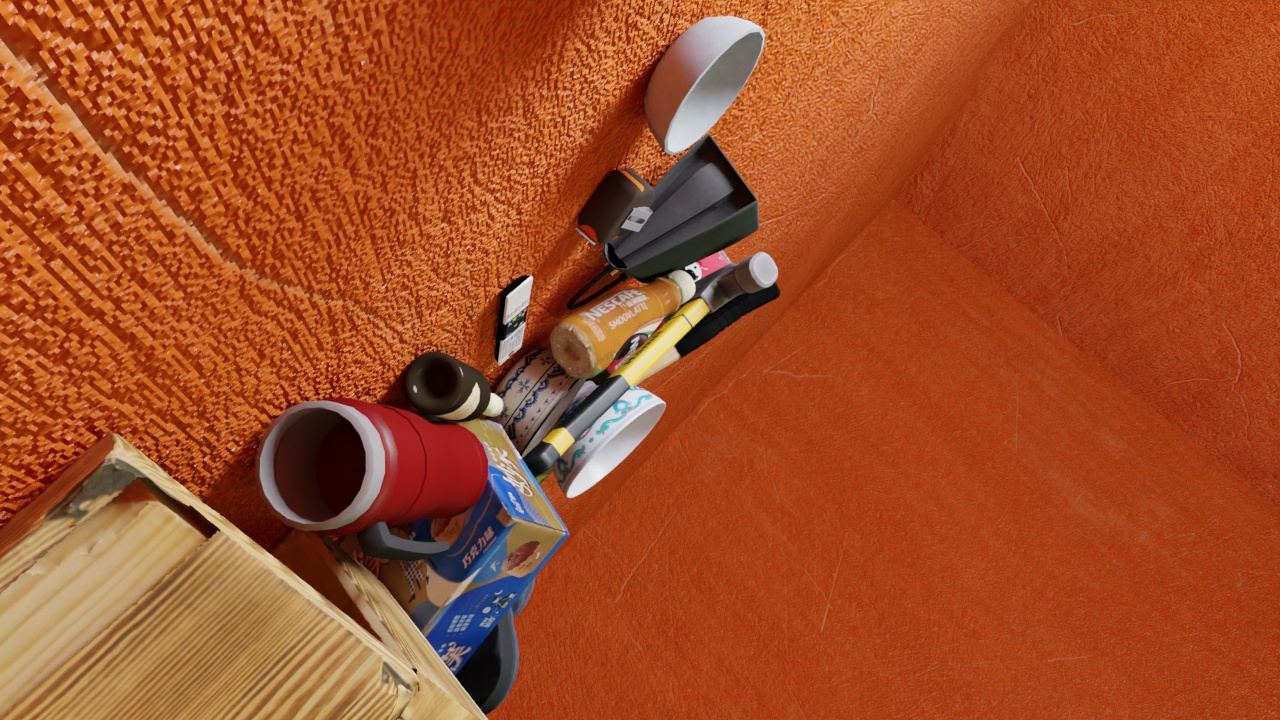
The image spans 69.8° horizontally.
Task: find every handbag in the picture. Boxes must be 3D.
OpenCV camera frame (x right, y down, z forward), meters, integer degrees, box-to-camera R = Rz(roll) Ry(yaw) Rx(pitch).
[{"bbox_3d":[0.011,-0.107,0.868,0.196,0.072,0.175,-36,176,7],"label":"handbag"}]

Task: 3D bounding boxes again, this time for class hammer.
[{"bbox_3d":[0.028,-0.005,1.117,0.328,0.039,0.131,-34,-164,-9],"label":"hammer"},{"bbox_3d":[-0.005,0.005,0.903,0.323,0.034,0.170,-44,-166,-31],"label":"hammer"}]

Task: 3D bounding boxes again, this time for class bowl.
[{"bbox_3d":[-0.105,0.036,0.887,0.115,0.059,0.115,-53,178,-4],"label":"bowl"},{"bbox_3d":[0.039,-0.201,0.651,0.106,0.039,0.106,-47,171,-10],"label":"bowl"},{"bbox_3d":[-0.050,0.070,0.981,0.143,0.074,0.144,-42,167,-12],"label":"bowl"}]

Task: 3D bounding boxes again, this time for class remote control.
[{"bbox_3d":[-0.107,-0.033,0.760,0.028,0.012,0.124,-44,170,-26],"label":"remote control"}]

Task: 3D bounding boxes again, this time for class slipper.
[{"bbox_3d":[-0.144,0.203,0.859,0.109,0.265,0.083,-37,137,22],"label":"slipper"}]

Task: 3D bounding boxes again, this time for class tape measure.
[{"bbox_3d":[-0.015,-0.122,0.738,0.058,0.038,0.058,-52,170,21],"label":"tape measure"}]

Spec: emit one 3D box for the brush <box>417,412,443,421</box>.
[{"bbox_3d":[-0.201,0.063,0.722,0.039,0.012,0.151,-51,170,18],"label":"brush"}]

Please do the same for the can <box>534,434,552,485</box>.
[{"bbox_3d":[-0.153,0.124,1.013,0.104,0.075,0.135,-47,171,6],"label":"can"}]

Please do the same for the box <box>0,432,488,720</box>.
[{"bbox_3d":[-0.302,0.209,0.534,0.278,0.286,0.336,-45,128,-16],"label":"box"}]

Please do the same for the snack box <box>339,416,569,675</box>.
[{"bbox_3d":[-0.174,0.166,0.789,0.069,0.155,0.203,28,105,-44],"label":"snack box"}]

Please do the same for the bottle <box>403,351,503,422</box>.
[{"bbox_3d":[-0.142,0.029,0.748,0.045,0.045,0.184,-48,171,-3],"label":"bottle"}]

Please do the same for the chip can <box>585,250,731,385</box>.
[{"bbox_3d":[0.016,-0.051,1.077,0.232,0.073,0.073,-42,169,-33],"label":"chip can"}]

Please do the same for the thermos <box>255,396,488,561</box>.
[{"bbox_3d":[-0.169,0.085,0.628,0.084,0.108,0.198,-23,169,7],"label":"thermos"}]

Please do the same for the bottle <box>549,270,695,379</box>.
[{"bbox_3d":[-0.010,-0.042,0.873,0.166,0.059,0.059,-34,164,-38],"label":"bottle"}]
